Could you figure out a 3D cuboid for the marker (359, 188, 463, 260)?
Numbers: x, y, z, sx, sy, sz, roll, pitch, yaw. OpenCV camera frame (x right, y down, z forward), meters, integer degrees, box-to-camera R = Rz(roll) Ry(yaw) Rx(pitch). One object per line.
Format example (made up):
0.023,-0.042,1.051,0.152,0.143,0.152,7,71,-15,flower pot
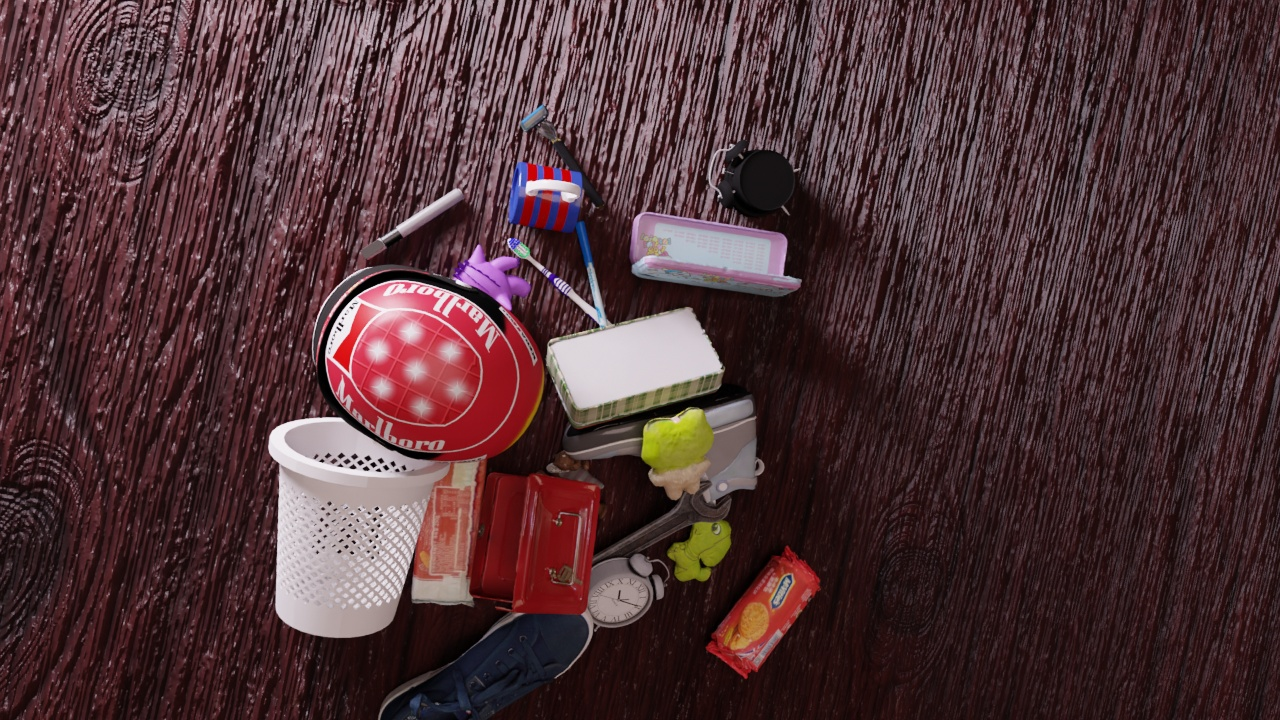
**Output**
-0.275,-0.165,1.108,0.140,0.016,0.016,-36,102,-10,marker

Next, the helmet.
-0.238,0.001,0.997,0.271,0.224,0.197,27,89,-4,helmet

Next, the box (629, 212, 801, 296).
0.098,-0.135,1.172,0.214,0.093,0.089,7,92,-16,box

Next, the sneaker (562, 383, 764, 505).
0.034,0.128,1.183,0.256,0.093,0.160,-13,105,-13,sneaker

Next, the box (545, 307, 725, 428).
-0.007,0.007,1.144,0.205,0.050,0.117,-15,57,-20,box

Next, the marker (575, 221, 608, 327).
-0.061,-0.107,1.164,0.013,0.013,0.142,-13,90,-14,marker

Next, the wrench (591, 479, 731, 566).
-0.008,0.235,1.177,0.273,0.010,0.070,-30,119,2,wrench

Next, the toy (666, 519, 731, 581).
0.081,0.248,1.224,0.093,0.036,0.094,-19,105,-10,toy

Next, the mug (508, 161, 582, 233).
-0.111,-0.199,1.100,0.076,0.112,0.075,7,87,-16,mug

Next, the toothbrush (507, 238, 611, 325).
-0.096,-0.091,1.162,0.186,0.016,0.015,41,81,-14,toothbrush

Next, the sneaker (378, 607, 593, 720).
-0.185,0.389,1.101,0.294,0.127,0.121,-31,104,-6,sneaker

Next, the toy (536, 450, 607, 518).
-0.080,0.154,1.171,0.102,0.041,0.055,32,96,-10,toy

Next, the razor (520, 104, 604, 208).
-0.091,-0.252,1.152,0.043,0.022,0.144,-27,110,31,razor

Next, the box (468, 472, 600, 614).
-0.136,0.215,1.095,0.151,0.166,0.157,19,73,-42,box

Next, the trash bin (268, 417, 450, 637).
-0.330,0.190,1.041,0.195,0.195,0.200,9,101,-16,trash bin

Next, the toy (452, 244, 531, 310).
-0.188,-0.088,1.116,0.088,0.056,0.106,39,91,-10,toy

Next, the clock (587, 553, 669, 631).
-0.021,0.294,1.177,0.122,0.035,0.094,-28,124,2,clock

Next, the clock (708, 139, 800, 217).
0.147,-0.237,1.203,0.120,0.042,0.091,14,90,-16,clock

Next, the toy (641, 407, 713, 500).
0.047,0.116,1.117,0.092,0.043,0.118,-17,117,-12,toy

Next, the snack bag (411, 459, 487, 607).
-0.234,0.188,1.133,0.077,0.041,0.225,6,94,-15,snack bag

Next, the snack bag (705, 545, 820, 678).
0.169,0.340,1.235,0.082,0.082,0.176,41,83,-14,snack bag
